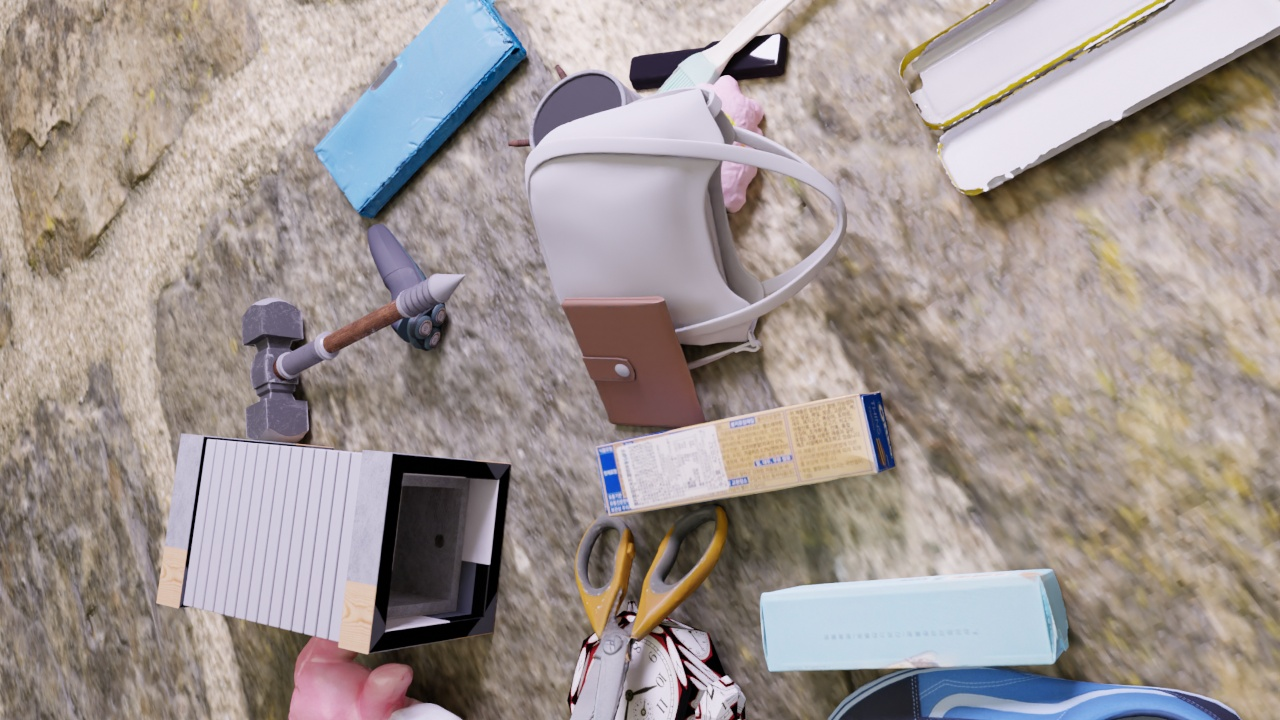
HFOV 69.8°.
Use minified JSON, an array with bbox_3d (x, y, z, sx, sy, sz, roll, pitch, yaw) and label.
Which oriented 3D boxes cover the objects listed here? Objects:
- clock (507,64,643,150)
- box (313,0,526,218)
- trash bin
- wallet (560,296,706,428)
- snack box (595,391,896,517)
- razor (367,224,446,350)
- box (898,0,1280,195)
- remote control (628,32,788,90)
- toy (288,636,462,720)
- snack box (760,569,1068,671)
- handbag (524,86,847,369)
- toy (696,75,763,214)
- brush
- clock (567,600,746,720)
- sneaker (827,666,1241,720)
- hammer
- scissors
[{"bbox_3d":[-0.031,-0.183,0.754,0.148,0.056,0.104,30,88,35],"label":"clock"},{"bbox_3d":[-0.214,-0.245,0.873,0.232,0.048,0.093,-39,66,18],"label":"box"},{"bbox_3d":[-0.259,0.145,0.777,0.247,0.142,0.142,1,82,30],"label":"trash bin"},{"bbox_3d":[-0.004,0.004,0.685,0.087,0.121,0.013,2,39,30],"label":"wallet"},{"bbox_3d":[0.070,0.068,0.651,0.207,0.057,0.056,-14,84,28],"label":"snack box"},{"bbox_3d":[-0.223,-0.072,0.854,0.052,0.047,0.143,-31,63,-5],"label":"razor"},{"bbox_3d":[0.282,-0.201,0.593,0.210,0.038,0.129,-28,60,22],"label":"box"},{"bbox_3d":[0.051,-0.241,0.740,0.137,0.015,0.032,4,84,30],"label":"remote control"},{"bbox_3d":[-0.194,0.309,0.731,0.213,0.084,0.142,26,131,26],"label":"toy"},{"bbox_3d":[0.168,0.162,0.572,0.175,0.075,0.053,-11,77,27],"label":"snack box"},{"bbox_3d":[0.041,-0.088,0.666,0.223,0.095,0.216,0,121,25],"label":"handbag"},{"bbox_3d":[0.056,-0.171,0.701,0.102,0.050,0.093,42,80,-8],"label":"toy"},{"bbox_3d":[0.095,-0.266,0.704,0.218,0.012,0.033,-40,64,16],"label":"brush"},{"bbox_3d":[0.021,0.249,0.643,0.155,0.065,0.115,39,101,44],"label":"clock"},{"bbox_3d":[0.212,0.220,0.523,0.242,0.098,0.083,-11,76,28],"label":"sneaker"},{"bbox_3d":[-0.262,-0.024,0.830,0.323,0.043,0.156,-20,72,37],"label":"hammer"},{"bbox_3d":[-0.002,0.180,0.629,0.162,0.016,0.225,-19,33,17],"label":"scissors"}]
